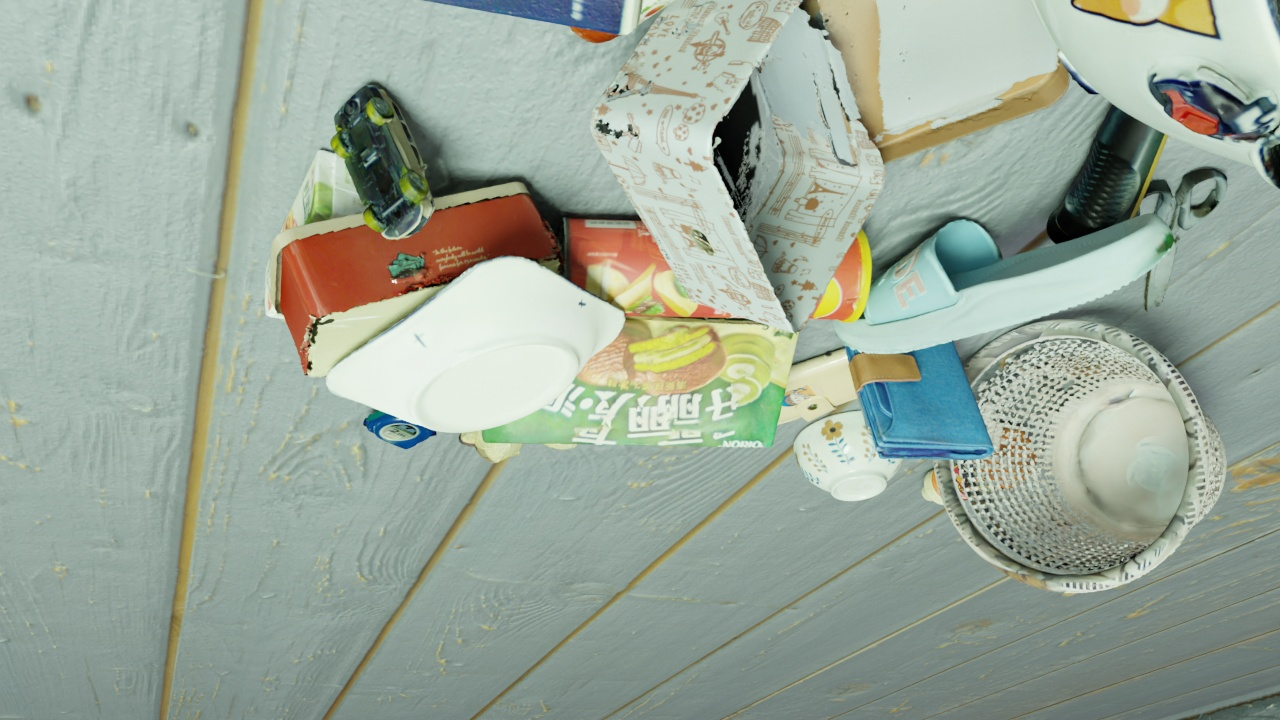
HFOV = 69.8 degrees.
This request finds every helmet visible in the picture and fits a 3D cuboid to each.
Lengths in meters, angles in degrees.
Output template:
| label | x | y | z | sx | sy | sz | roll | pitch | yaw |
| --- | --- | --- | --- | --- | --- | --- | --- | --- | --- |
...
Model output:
| label | x | y | z | sx | sy | sz | roll | pitch | yaw |
| --- | --- | --- | --- | --- | --- | --- | --- | --- | --- |
| helmet | 0.232 | -0.208 | 0.363 | 0.157 | 0.229 | 0.274 | 27 | 165 | 34 |

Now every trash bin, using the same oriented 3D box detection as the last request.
| label | x | y | z | sx | sy | sz | roll | pitch | yaw |
| --- | --- | --- | --- | --- | --- | --- | --- | --- | --- |
| trash bin | 0.413 | 0.087 | 0.824 | 0.191 | 0.227 | 0.228 | 8 | 146 | -41 |

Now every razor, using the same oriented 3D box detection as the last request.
| label | x | y | z | sx | sy | sz | roll | pitch | yaw |
| --- | --- | --- | --- | --- | --- | --- | --- | --- | --- |
| razor | 0.321 | -0.135 | 0.607 | 0.067 | 0.062 | 0.168 | -29 | 145 | -18 |

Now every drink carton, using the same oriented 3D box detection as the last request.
| label | x | y | z | sx | sy | sz | roll | pitch | yaw |
| --- | --- | --- | --- | --- | --- | --- | --- | --- | --- |
| drink carton | -0.212 | -0.078 | 0.611 | 0.045 | 0.053 | 0.123 | 13 | 143 | -32 |

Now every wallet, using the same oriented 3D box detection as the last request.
| label | x | y | z | sx | sy | sz | roll | pitch | yaw |
| --- | --- | --- | --- | --- | --- | --- | --- | --- | --- |
| wallet | 0.152 | 0.030 | 0.850 | 0.115 | 0.024 | 0.087 | -21 | 144 | 21 |
| wallet | 0.218 | 0.017 | 0.740 | 0.106 | 0.132 | 0.040 | 4 | 142 | -16 |

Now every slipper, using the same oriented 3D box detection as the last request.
| label | x | y | z | sx | sy | sz | roll | pitch | yaw |
| --- | --- | --- | --- | --- | --- | --- | --- | --- | --- |
| slipper | 0.234 | -0.062 | 0.642 | 0.103 | 0.074 | 0.246 | -29 | -172 | -42 |

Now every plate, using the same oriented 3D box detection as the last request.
| label | x | y | z | sx | sy | sz | roll | pitch | yaw |
| --- | --- | --- | --- | --- | --- | --- | --- | --- | --- |
| plate | -0.098 | 0.006 | 0.593 | 0.164 | 0.034 | 0.163 | -31 | 154 | 19 |

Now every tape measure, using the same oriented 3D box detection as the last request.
| label | x | y | z | sx | sy | sz | roll | pitch | yaw |
| --- | --- | --- | --- | --- | --- | --- | --- | --- | --- |
| tape measure | -0.216 | 0.057 | 0.838 | 0.055 | 0.025 | 0.058 | -25 | 146 | 24 |

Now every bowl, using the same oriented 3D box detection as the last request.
| label | x | y | z | sx | sy | sz | roll | pitch | yaw |
| --- | --- | --- | --- | --- | --- | --- | --- | --- | --- |
| bowl | 0.217 | 0.104 | 0.936 | 0.113 | 0.062 | 0.114 | -3 | 145 | -2 |

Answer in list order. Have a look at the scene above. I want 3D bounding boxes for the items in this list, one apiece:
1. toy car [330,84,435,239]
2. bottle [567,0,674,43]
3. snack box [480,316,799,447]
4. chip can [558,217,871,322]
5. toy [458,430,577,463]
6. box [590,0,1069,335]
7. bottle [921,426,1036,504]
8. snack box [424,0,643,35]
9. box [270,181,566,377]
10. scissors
| label | x | y | z | sx | sy | sz | roll | pitch | yaw |
| --- | --- | --- | --- | --- | --- | --- | --- | --- | --- |
| toy car | -0.147 | -0.114 | 0.535 | 0.042 | 0.090 | 0.035 | -32 | 166 | 31 |
| bottle | 0.045 | -0.222 | 0.422 | 0.207 | 0.059 | 0.059 | -24 | 142 | 27 |
| snack box | -0.004 | 0.004 | 0.720 | 0.240 | 0.063 | 0.115 | 2 | 120 | -11 |
| chip can | 0.050 | -0.064 | 0.651 | 0.216 | 0.073 | 0.073 | 1 | 146 | -9 |
| toy | -0.091 | 0.037 | 0.800 | 0.105 | 0.066 | 0.158 | 27 | 128 | -38 |
| box | 0.113 | -0.151 | 0.512 | 0.273 | 0.126 | 0.179 | -38 | 142 | -1 |
| bottle | 0.353 | 0.120 | 0.983 | 0.066 | 0.066 | 0.150 | 8 | 151 | -19 |
| snack box | -0.078 | -0.233 | 0.352 | 0.182 | 0.045 | 0.178 | 9 | 136 | -1 |
| box | -0.137 | -0.044 | 0.583 | 0.168 | 0.079 | 0.092 | -18 | 161 | -30 |
| scissors | 0.419 | -0.089 | 0.715 | 0.174 | 0.014 | 0.136 | 19 | 141 | -31 |
